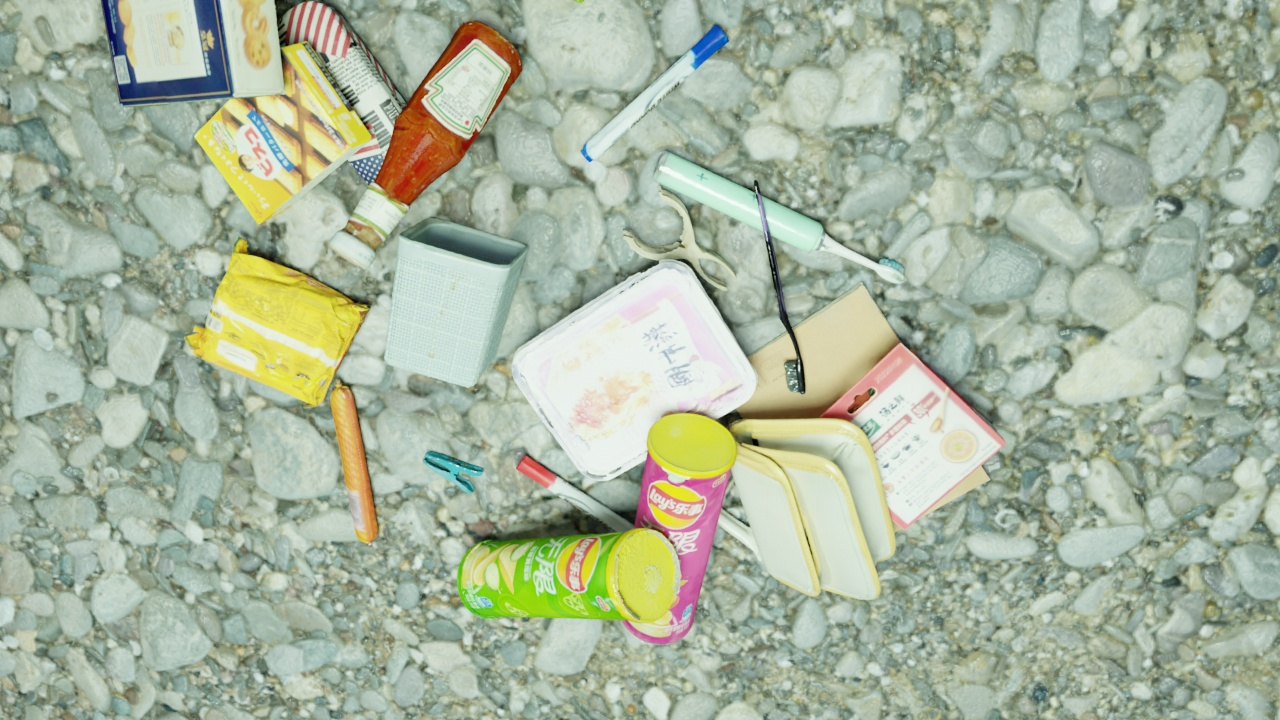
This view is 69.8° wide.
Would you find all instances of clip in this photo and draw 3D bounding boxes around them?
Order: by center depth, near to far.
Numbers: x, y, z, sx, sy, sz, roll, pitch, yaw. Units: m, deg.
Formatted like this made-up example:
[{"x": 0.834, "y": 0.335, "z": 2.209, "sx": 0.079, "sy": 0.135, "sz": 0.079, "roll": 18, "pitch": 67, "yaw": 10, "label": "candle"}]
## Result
[{"x": 0.038, "y": -0.106, "z": 0.751, "sx": 0.102, "sy": 0.035, "sz": 0.094, "roll": 13, "pitch": 108, "yaw": -4, "label": "clip"}, {"x": -0.172, "y": 0.099, "z": 0.837, "sx": 0.057, "sy": 0.015, "sz": 0.049, "roll": 25, "pitch": 109, "yaw": -4, "label": "clip"}]

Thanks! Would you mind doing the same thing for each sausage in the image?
[{"x": -0.261, "y": 0.096, "z": 0.839, "sx": 0.021, "sy": 0.021, "sz": 0.165, "roll": -3, "pitch": 106, "yaw": 5, "label": "sausage"}]

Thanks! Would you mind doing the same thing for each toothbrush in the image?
[{"x": 0.114, "y": -0.113, "z": 0.746, "sx": 0.224, "sy": 0.027, "sz": 0.027, "roll": 25, "pitch": 142, "yaw": -3, "label": "toothbrush"}, {"x": 0.111, "y": -0.056, "z": 0.750, "sx": 0.017, "sy": 0.014, "sz": 0.189, "roll": -7, "pitch": 113, "yaw": 22, "label": "toothbrush"}]

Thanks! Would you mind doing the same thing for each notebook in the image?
[{"x": 0.184, "y": 0.059, "z": 0.799, "sx": 0.150, "sy": 0.012, "sz": 0.211, "roll": -33, "pitch": 101, "yaw": 14, "label": "notebook"}]

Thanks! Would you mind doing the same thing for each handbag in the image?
[{"x": 0.113, "y": 0.126, "z": 0.778, "sx": 0.179, "sy": 0.063, "sz": 0.163, "roll": 0, "pitch": 126, "yaw": 33, "label": "handbag"}]

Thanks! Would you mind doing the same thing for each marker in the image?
[{"x": 0.010, "y": -0.211, "z": 0.731, "sx": 0.146, "sy": 0.016, "sz": 0.017, "roll": -39, "pitch": 100, "yaw": 14, "label": "marker"}, {"x": -0.049, "y": 0.131, "z": 0.835, "sx": 0.145, "sy": 0.017, "sz": 0.017, "roll": 34, "pitch": 106, "yaw": -5, "label": "marker"}]

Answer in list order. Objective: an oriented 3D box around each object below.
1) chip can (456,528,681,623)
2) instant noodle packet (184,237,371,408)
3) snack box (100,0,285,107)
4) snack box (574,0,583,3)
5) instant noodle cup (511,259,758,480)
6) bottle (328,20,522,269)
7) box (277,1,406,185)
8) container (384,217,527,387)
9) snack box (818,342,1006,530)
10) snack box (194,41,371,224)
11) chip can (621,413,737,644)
[{"x": -0.069, "y": 0.182, "z": 0.771, "sx": 0.222, "sy": 0.072, "sz": 0.072, "roll": -14, "pitch": 108, "yaw": 44, "label": "chip can"}, {"x": -0.314, "y": -0.030, "z": 0.795, "sx": 0.128, "sy": 0.044, "sz": 0.111, "roll": 28, "pitch": 100, "yaw": -7, "label": "instant noodle packet"}, {"x": -0.341, "y": -0.284, "z": 0.677, "sx": 0.183, "sy": 0.045, "sz": 0.178, "roll": 10, "pitch": 109, "yaw": 36, "label": "snack box"}, {"x": -0.055, "y": -0.362, "z": 0.688, "sx": 0.086, "sy": 0.026, "sz": 0.156, "roll": 22, "pitch": 106, "yaw": -2, "label": "snack box"}, {"x": -0.005, "y": 0.004, "z": 0.771, "sx": 0.174, "sy": 0.060, "sz": 0.138, "roll": -31, "pitch": 102, "yaw": 12, "label": "instant noodle cup"}, {"x": -0.166, "y": -0.162, "z": 0.701, "sx": 0.060, "sy": 0.060, "sz": 0.206, "roll": 33, "pitch": 83, "yaw": -5, "label": "bottle"}, {"x": -0.229, "y": -0.211, "z": 0.742, "sx": 0.072, "sy": 0.059, "sz": 0.164, "roll": -25, "pitch": 103, "yaw": 33, "label": "box"}, {"x": -0.155, "y": -0.047, "z": 0.756, "sx": 0.090, "sy": 0.090, "sz": 0.112, "roll": 17, "pitch": 110, "yaw": 0, "label": "container"}, {"x": 0.215, "y": 0.059, "z": 0.767, "sx": 0.127, "sy": 0.044, "sz": 0.113, "roll": 42, "pitch": 107, "yaw": -9, "label": "snack box"}, {"x": -0.286, "y": -0.178, "z": 0.730, "sx": 0.141, "sy": 0.033, "sz": 0.087, "roll": -23, "pitch": 105, "yaw": 37, "label": "snack box"}, {"x": 0.028, "y": 0.147, "z": 0.772, "sx": 0.071, "sy": 0.071, "sz": 0.211, "roll": 10, "pitch": 126, "yaw": 2, "label": "chip can"}]
